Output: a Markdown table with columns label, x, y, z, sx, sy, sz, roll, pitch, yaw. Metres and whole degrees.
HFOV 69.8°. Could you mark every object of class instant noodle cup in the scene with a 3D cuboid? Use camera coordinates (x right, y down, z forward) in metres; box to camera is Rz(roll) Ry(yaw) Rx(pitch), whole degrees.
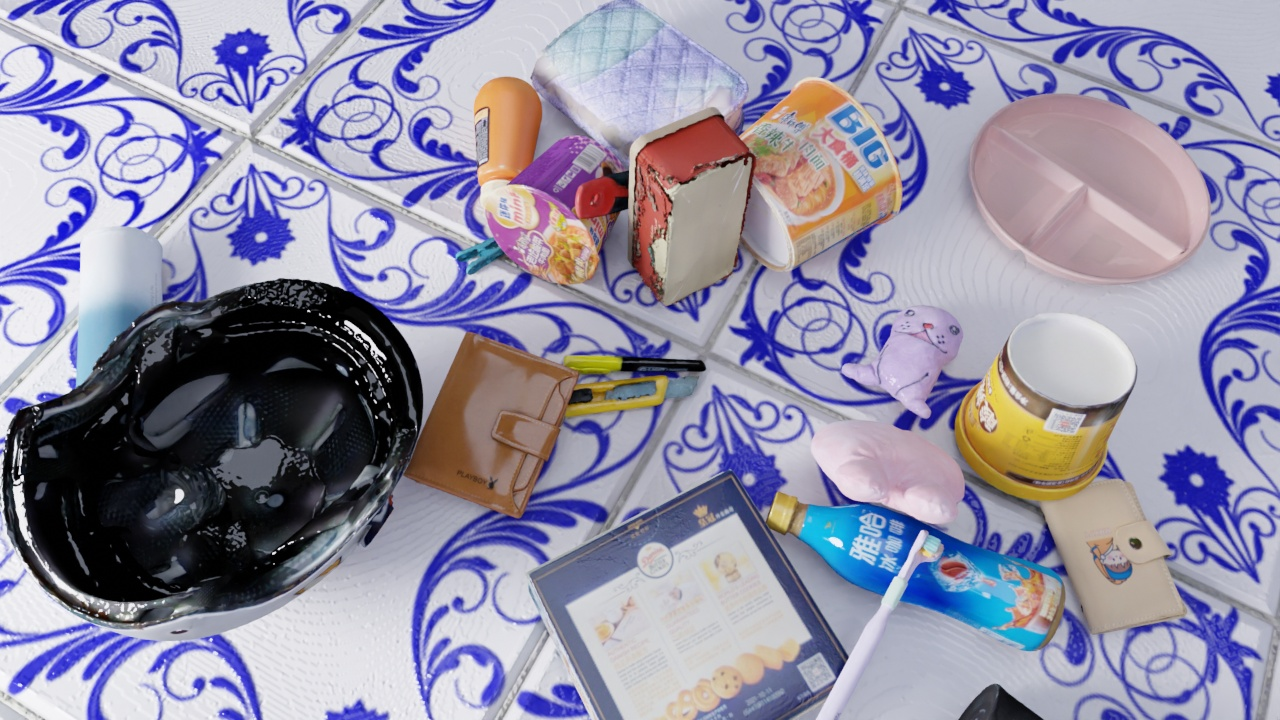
| label | x | y | z | sx | sy | sz | roll | pitch | yaw |
| --- | --- | --- | --- | --- | --- | --- | --- | --- | --- |
| instant noodle cup | 0.323 | 0.033 | 0.727 | 0.118 | 0.115 | 0.118 | -1 | 53 | 1 |
| instant noodle cup | 0.140 | -0.157 | 0.818 | 0.111 | 0.151 | 0.151 | -35 | 69 | -10 |
| instant noodle cup | -0.067 | -0.140 | 0.823 | 0.111 | 0.112 | 0.099 | 24 | 55 | 10 |

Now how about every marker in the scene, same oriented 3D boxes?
| label | x | y | z | sx | sy | sz | roll | pitch | yaw |
| --- | --- | --- | --- | --- | --- | --- | --- | --- | --- |
| marker | -0.005 | 0.005 | 0.794 | 0.124 | 0.018 | 0.015 | 1 | 64 | -2 |

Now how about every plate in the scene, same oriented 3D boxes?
| label | x | y | z | sx | sy | sz | roll | pitch | yaw |
| --- | --- | --- | --- | --- | --- | --- | --- | --- | --- |
| plate | 0.432 | -0.167 | 0.894 | 0.229 | 0.028 | 0.229 | 0 | 62 | -1 |

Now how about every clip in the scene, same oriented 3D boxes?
| label | x | y | z | sx | sy | sz | roll | pitch | yaw |
| --- | --- | --- | --- | --- | --- | --- | --- | --- | --- |
| clip | -0.142 | -0.100 | 0.846 | 0.057 | 0.014 | 0.047 | -29 | 65 | -17 |

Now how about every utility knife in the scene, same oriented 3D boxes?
| label | x | y | z | sx | sy | sz | roll | pitch | yaw |
| --- | --- | --- | --- | --- | --- | --- | --- | --- | --- |
| utility knife | -0.037 | 0.029 | 0.781 | 0.181 | 0.015 | 0.033 | -7 | 66 | -5 |

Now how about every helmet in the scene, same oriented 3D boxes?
| label | x | y | z | sx | sy | sz | roll | pitch | yaw |
| --- | --- | --- | --- | --- | --- | --- | --- | --- | --- |
| helmet | -0.290 | 0.082 | 0.667 | 0.230 | 0.157 | 0.273 | 38 | 57 | 9 |

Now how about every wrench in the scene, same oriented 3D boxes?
| label | x | y | z | sx | sy | sz | roll | pitch | yaw |
| --- | --- | --- | --- | --- | --- | --- | --- | --- | --- |
| wrench | 0.043 | -0.173 | 0.829 | 0.016 | 0.056 | 0.272 | 29 | 41 | 36 |

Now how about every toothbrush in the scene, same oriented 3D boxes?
| label | x | y | z | sx | sy | sz | roll | pitch | yaw |
| --- | --- | --- | --- | --- | --- | --- | --- | --- | --- |
| toothbrush | 0.159 | 0.204 | 0.642 | 0.029 | 0.021 | 0.189 | 40 | 77 | -31 |

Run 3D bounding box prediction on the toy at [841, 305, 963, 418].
| label | x | y | z | sx | sy | sz | roll | pitch | yaw |
| --- | --- | --- | --- | --- | --- | --- | --- | --- | --- |
| toy | 0.235 | -0.006 | 0.797 | 0.084 | 0.039 | 0.107 | 30 | 66 | 22 |

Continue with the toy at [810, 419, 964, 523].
| label | x | y | z | sx | sy | sz | roll | pitch | yaw |
| --- | --- | --- | --- | --- | --- | --- | --- | --- | --- |
| toy | 0.188 | 0.084 | 0.698 | 0.121 | 0.159 | 0.054 | 16 | 102 | 11 |

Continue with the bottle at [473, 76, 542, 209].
| label | x | y | z | sx | sy | sz | roll | pitch | yaw |
| --- | --- | --- | --- | --- | --- | --- | --- | --- | --- |
| bottle | -0.129 | -0.194 | 0.872 | 0.067 | 0.067 | 0.149 | 1 | 70 | -2 |

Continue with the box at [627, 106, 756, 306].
| label | x | y | z | sx | sy | sz | roll | pitch | yaw |
| --- | --- | --- | --- | --- | --- | --- | --- | --- | --- |
| box | 0.042 | -0.118 | 0.774 | 0.091 | 0.169 | 0.075 | -27 | 64 | -15 |

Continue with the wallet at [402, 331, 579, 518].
| label | x | y | z | sx | sy | sz | roll | pitch | yaw |
| --- | --- | --- | --- | --- | --- | --- | --- | --- | --- |
| wallet | -0.120 | 0.052 | 0.748 | 0.108 | 0.031 | 0.131 | 20 | 75 | 9 |

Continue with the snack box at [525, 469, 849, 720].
| label | x | y | z | sx | sy | sz | roll | pitch | yaw |
| --- | --- | --- | --- | --- | --- | --- | --- | --- | --- |
| snack box | 0.035 | 0.199 | 0.678 | 0.177 | 0.046 | 0.182 | -25 | 67 | -14 |

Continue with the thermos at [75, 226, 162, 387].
| label | x | y | z | sx | sy | sz | roll | pitch | yaw |
| --- | --- | --- | --- | --- | --- | --- | --- | --- | --- |
| thermos | -0.428 | -0.006 | 0.759 | 0.070 | 0.070 | 0.220 | -12 | 64 | -8 |

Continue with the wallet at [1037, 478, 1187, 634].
| label | x | y | z | sx | sy | sz | roll | pitch | yaw |
| --- | --- | --- | --- | --- | --- | --- | --- | --- | --- |
| wallet | 0.377 | 0.152 | 0.729 | 0.087 | 0.024 | 0.115 | -8 | 62 | -8 |

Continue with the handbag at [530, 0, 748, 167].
| label | x | y | z | sx | sy | sz | roll | pitch | yaw |
| --- | --- | --- | --- | --- | --- | --- | --- | --- | --- |
| handbag | 0.003 | -0.259 | 0.901 | 0.134 | 0.076 | 0.194 | -41 | 70 | -16 |

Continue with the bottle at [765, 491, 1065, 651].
| label | x | y | z | sx | sy | sz | roll | pitch | yaw |
| --- | --- | --- | --- | --- | --- | --- | --- | --- | --- |
| bottle | 0.203 | 0.152 | 0.699 | 0.219 | 0.065 | 0.065 | 20 | 64 | 9 |

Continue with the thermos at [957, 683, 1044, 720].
| label | x | y | z | sx | sy | sz | roll | pitch | yaw |
| --- | --- | --- | --- | --- | --- | --- | --- | --- | --- |
| thermos | 0.319 | 0.329 | 0.607 | 0.242 | 0.069 | 0.089 | 36 | 62 | 16 |
